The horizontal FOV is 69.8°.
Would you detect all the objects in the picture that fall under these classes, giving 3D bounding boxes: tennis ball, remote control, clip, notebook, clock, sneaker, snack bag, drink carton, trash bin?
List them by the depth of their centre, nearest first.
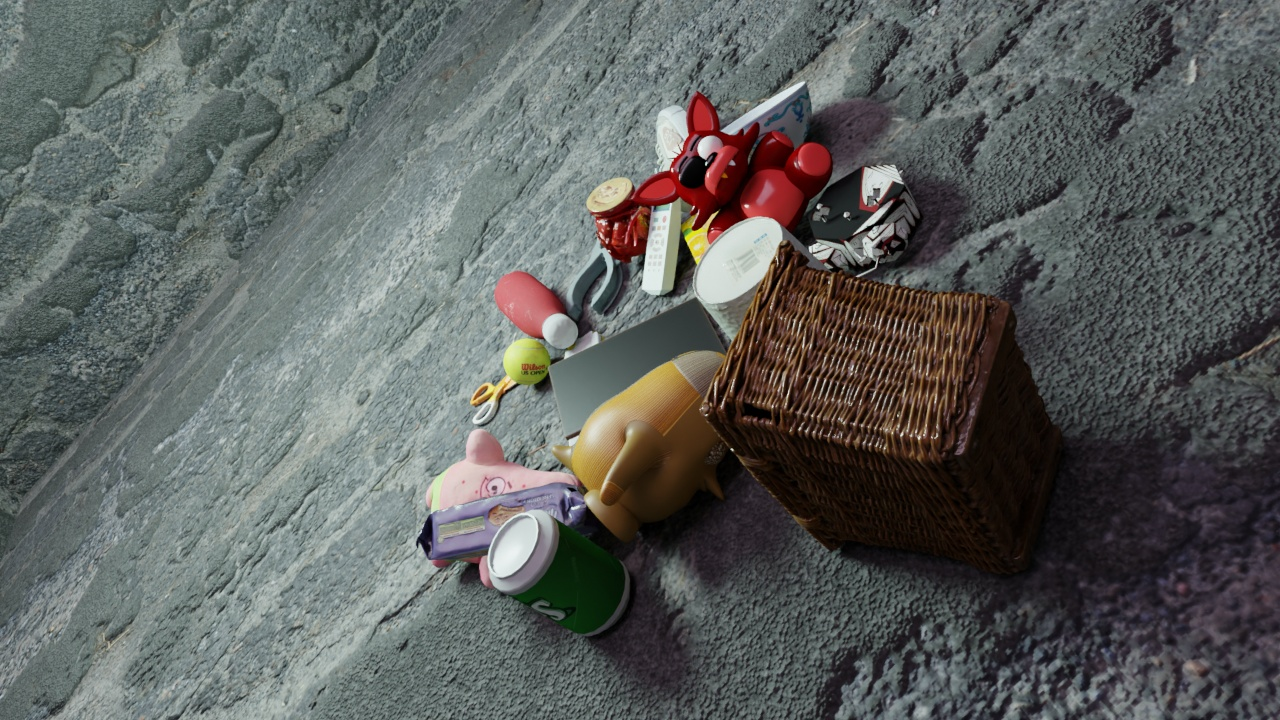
[{"bbox_3d":[0.141,-0.053,0.919,0.134,0.161,0.133,-29,39,27],"label":"trash bin"},{"bbox_3d":[0.233,-0.147,0.984,0.115,0.065,0.154,-13,44,39],"label":"clock"},{"bbox_3d":[-0.136,0.177,1.019,0.206,0.096,0.058,-15,74,12],"label":"snack bag"},{"bbox_3d":[-0.007,0.006,1.107,0.209,0.008,0.141,-25,38,3],"label":"notebook"},{"bbox_3d":[0.096,-0.144,1.162,0.059,0.043,0.134,-37,37,15],"label":"drink carton"},{"bbox_3d":[0.032,-0.158,1.214,0.050,0.024,0.143,10,94,59],"label":"remote control"},{"bbox_3d":[-0.159,0.002,1.286,0.065,0.065,0.065,-29,39,27],"label":"tennis ball"},{"bbox_3d":[0.051,-0.283,1.298,0.091,0.089,0.242,-29,41,3],"label":"sneaker"},{"bbox_3d":[-0.040,-0.135,1.319,0.128,0.028,0.166,-7,54,43],"label":"clip"}]

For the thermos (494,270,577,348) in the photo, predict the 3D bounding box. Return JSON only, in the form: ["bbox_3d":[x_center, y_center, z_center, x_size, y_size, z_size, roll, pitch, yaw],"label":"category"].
[{"bbox_3d":[-0.147,-0.069,1.321,0.073,0.073,0.240,-50,30,-1],"label":"thermos"}]

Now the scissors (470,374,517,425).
[{"bbox_3d":[-0.204,0.047,1.340,0.133,0.012,0.096,-30,40,28],"label":"scissors"}]

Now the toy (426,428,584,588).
[{"bbox_3d":[-0.174,0.177,1.116,0.237,0.096,0.192,-16,77,25],"label":"toy"}]

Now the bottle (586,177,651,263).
[{"bbox_3d":[-0.015,-0.187,1.263,0.099,0.111,0.098,-17,43,17],"label":"bottle"}]

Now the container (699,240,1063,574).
[{"bbox_3d":[0.201,0.049,0.703,0.183,0.250,0.162,8,63,40],"label":"container"}]

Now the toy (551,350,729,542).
[{"bbox_3d":[0.033,0.081,0.948,0.203,0.162,0.198,-45,-5,3],"label":"toy"}]

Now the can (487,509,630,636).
[{"bbox_3d":[-0.081,0.216,0.930,0.088,0.140,0.087,-29,39,27],"label":"can"}]

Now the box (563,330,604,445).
[{"bbox_3d":[-0.066,0.044,1.174,0.064,0.033,0.209,-32,39,20],"label":"box"}]

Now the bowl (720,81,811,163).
[{"bbox_3d":[0.164,-0.284,1.172,0.144,0.074,0.143,-31,13,8],"label":"bowl"}]

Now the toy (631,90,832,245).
[{"bbox_3d":[0.109,-0.210,1.075,0.197,0.120,0.158,31,94,12],"label":"toy"}]
